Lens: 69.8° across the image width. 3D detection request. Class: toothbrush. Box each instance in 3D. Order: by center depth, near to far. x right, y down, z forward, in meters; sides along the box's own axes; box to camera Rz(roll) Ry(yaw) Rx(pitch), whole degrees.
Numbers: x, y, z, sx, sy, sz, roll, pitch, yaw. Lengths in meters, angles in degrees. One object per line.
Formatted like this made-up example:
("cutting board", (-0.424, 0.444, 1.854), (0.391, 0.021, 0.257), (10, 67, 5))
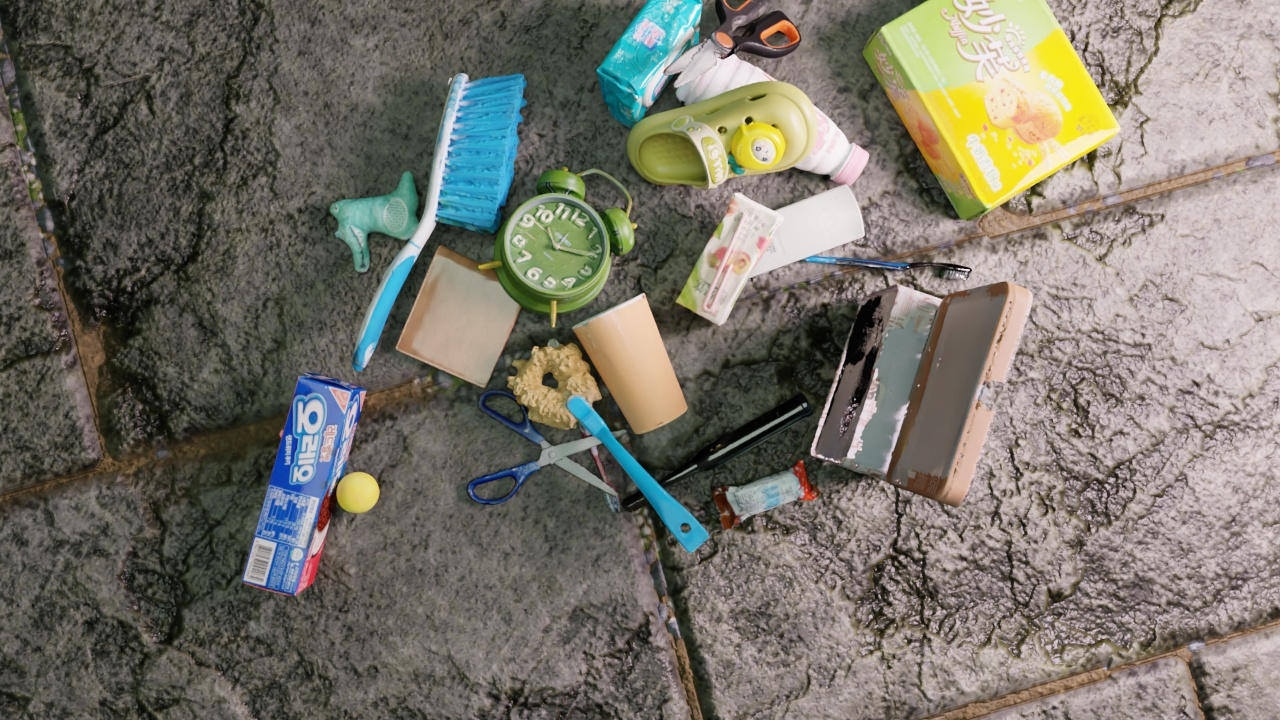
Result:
("toothbrush", (-0.057, 0.066, 0.919), (0.016, 0.017, 0.187), (-21, 90, -2))
("toothbrush", (0.076, 0.095, 0.920), (0.212, 0.027, 0.026), (-30, 46, -1))
("toothbrush", (0.244, -0.096, 0.934), (0.189, 0.014, 0.016), (4, 112, -1))

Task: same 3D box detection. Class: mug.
("mug", (-0.005, 0.005, 0.897), (0.078, 0.078, 0.123), (-26, 95, -2))

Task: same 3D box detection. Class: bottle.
("bottle", (0.133, -0.238, 0.909), (0.197, 0.068, 0.068), (31, 88, -5))

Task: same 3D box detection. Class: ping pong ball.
("ping pong ball", (-0.277, 0.130, 0.899), (0.040, 0.040, 0.040), (0, 89, -2))

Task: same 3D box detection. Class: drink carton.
("drink carton", (0.086, -0.098, 0.895), (0.053, 0.045, 0.123), (31, 104, 8))

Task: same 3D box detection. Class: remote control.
("remote control", (0.153, -0.127, 0.916), (0.135, 0.019, 0.056), (-20, 92, 9))

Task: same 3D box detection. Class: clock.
("clock", (-0.073, -0.119, 0.896), (0.116, 0.056, 0.161), (38, 76, -2))

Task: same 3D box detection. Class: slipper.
("slipper", (0.072, -0.196, 0.867), (0.191, 0.092, 0.081), (-5, 45, 26))

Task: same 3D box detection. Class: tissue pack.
("tissue pack", (0.013, -0.299, 0.891), (0.050, 0.093, 0.133), (35, 88, 3))

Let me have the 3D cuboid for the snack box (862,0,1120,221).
("snack box", (0.344, -0.269, 0.912), (0.157, 0.070, 0.210), (-30, 90, -2))

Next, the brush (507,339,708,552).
("brush", (-0.030, 0.079, 0.869), (0.083, 0.046, 0.254), (-42, 74, -5))

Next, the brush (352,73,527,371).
("brush", (-0.191, -0.134, 0.886), (0.109, 0.060, 0.314), (11, 82, -2))

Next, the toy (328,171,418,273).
("toy", (-0.264, -0.136, 0.912), (0.092, 0.030, 0.096), (-4, 96, 3))

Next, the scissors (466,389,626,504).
("scissors", (-0.102, 0.092, 0.912), (0.174, 0.012, 0.162), (-37, 84, 4))

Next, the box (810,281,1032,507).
("box", (0.242, 0.024, 0.809), (0.082, 0.260, 0.177), (19, 88, -3))

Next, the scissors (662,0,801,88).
("scissors", (0.069, -0.308, 0.863), (0.234, 0.022, 0.148), (-18, 71, -40))

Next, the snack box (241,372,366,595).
("snack box", (-0.324, 0.117, 0.889), (0.057, 0.058, 0.207), (15, 89, -1))

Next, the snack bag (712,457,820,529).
("snack bag", (0.126, 0.134, 0.919), (0.105, 0.026, 0.045), (-19, 99, -1))

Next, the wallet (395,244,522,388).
("wallet", (-0.178, -0.043, 0.917), (0.101, 0.020, 0.115), (25, 91, -2))
